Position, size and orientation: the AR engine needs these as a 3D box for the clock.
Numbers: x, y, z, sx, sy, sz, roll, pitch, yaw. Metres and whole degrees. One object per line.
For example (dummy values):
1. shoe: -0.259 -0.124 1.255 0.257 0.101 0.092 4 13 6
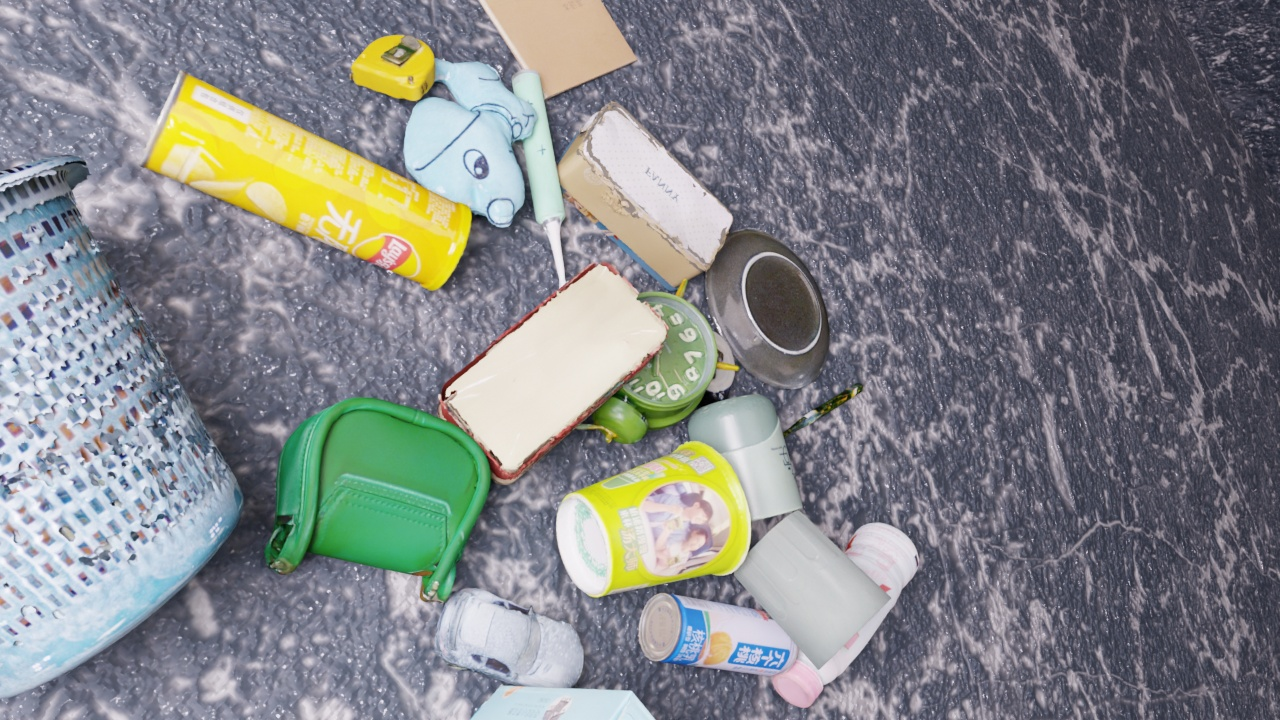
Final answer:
1. clock: -0.005 0.005 0.773 0.161 0.056 0.116 -28 82 -23

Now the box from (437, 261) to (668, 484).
1. box: -0.062 0.008 0.684 0.168 0.077 0.091 -41 88 -19

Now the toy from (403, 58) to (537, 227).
1. toy: -0.142 -0.183 0.757 0.161 0.050 0.155 48 53 3

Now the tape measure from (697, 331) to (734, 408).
1. tape measure: 0.055 0.004 0.852 0.065 0.034 0.065 35 55 -25

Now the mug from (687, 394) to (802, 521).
1. mug: 0.096 0.090 0.827 0.111 0.082 0.106 15 59 -68

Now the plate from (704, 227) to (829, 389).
1. plate: 0.141 -0.058 0.953 0.179 0.024 0.179 15 64 -34

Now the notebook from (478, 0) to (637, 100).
1. notebook: -0.104 -0.363 0.885 0.149 0.012 0.211 -39 99 -42

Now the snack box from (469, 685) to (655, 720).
1. snack box: -0.044 0.251 0.581 0.074 0.175 0.051 53 52 -10

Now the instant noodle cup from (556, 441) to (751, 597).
1. instant noodle cup: 0.004 0.129 0.720 0.123 0.112 0.111 -10 79 -33

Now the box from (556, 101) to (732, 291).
1. box: 0.008 -0.147 0.858 0.184 0.061 0.089 43 52 -20

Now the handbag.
1. handbag: -0.172 0.093 0.611 0.131 0.068 0.120 21 62 -31

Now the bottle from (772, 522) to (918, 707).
1. bottle: 0.189 0.234 0.849 0.196 0.068 0.068 -41 100 -38

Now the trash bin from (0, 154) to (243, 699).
1. trash bin: -0.313 0.042 0.441 0.225 0.227 0.195 -47 116 -40

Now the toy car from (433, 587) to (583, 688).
1. toy car: -0.090 0.203 0.657 0.120 0.037 0.054 32 55 -29

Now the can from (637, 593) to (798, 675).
1. can: 0.067 0.229 0.760 0.134 0.053 0.053 19 62 -32

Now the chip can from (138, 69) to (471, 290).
1. chip can: -0.228 -0.121 0.648 0.213 0.072 0.072 24 59 -31

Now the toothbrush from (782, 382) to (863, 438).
1. toothbrush: 0.179 0.055 0.943 0.012 0.017 0.185 38 41 27

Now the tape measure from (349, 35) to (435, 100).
1. tape measure: -0.194 -0.238 0.736 0.060 0.029 0.057 20 55 4

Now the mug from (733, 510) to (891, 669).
1. mug: 0.150 0.188 0.777 0.103 0.084 0.123 45 21 20

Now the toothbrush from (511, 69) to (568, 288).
1. toothbrush: -0.083 -0.153 0.807 0.027 0.027 0.224 -6 76 -20
